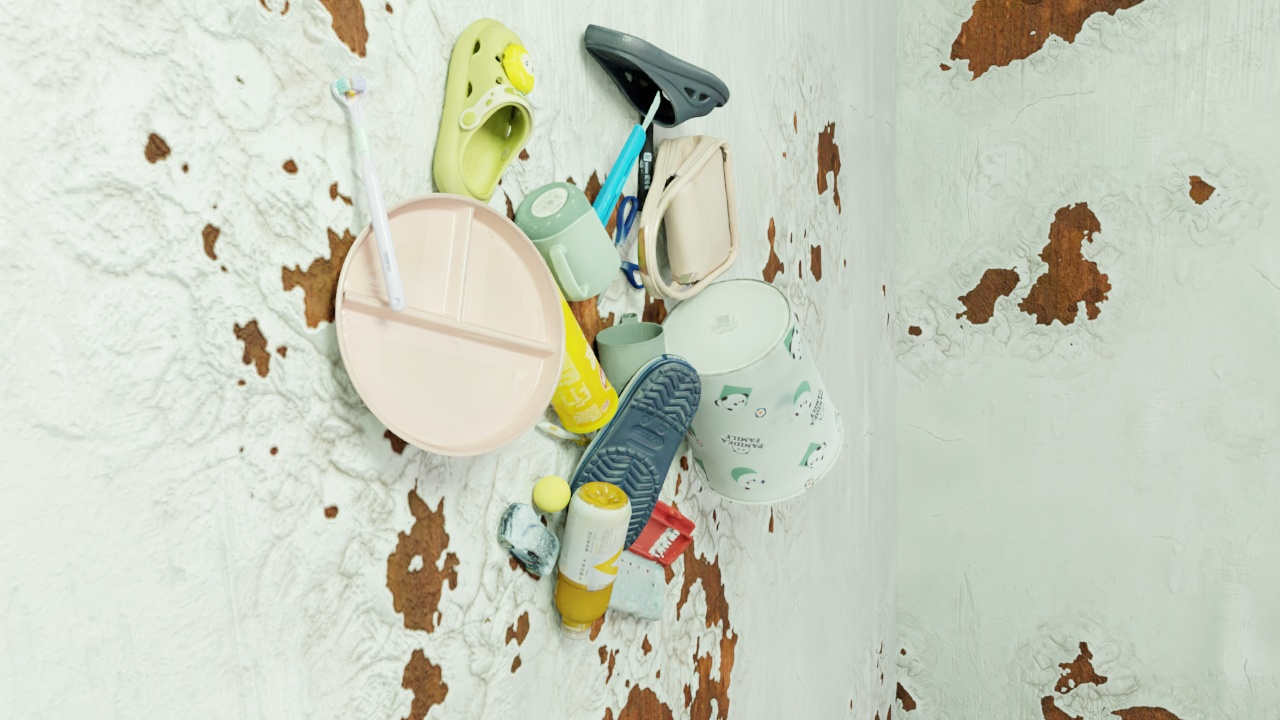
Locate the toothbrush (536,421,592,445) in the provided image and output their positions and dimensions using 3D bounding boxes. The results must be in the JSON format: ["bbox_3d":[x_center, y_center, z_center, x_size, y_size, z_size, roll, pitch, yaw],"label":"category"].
[{"bbox_3d":[-0.073,0.097,1.080,0.191,0.016,0.018,32,72,-61],"label":"toothbrush"}]

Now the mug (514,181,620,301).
[{"bbox_3d":[-0.078,-0.118,0.963,0.106,0.082,0.111,59,19,-44],"label":"mug"}]

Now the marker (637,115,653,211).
[{"bbox_3d":[0.007,-0.263,1.215,0.022,0.020,0.132,15,76,-83],"label":"marker"}]

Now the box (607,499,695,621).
[{"bbox_3d":[0.003,0.258,1.212,0.201,0.060,0.160,43,66,-58],"label":"box"}]

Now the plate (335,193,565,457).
[{"bbox_3d":[-0.162,-0.030,0.799,0.229,0.028,0.229,9,78,-44],"label":"plate"}]

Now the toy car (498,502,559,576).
[{"bbox_3d":[-0.116,0.192,0.980,0.105,0.031,0.048,59,40,-47],"label":"toy car"}]

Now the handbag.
[{"bbox_3d":[0.053,-0.175,1.219,0.233,0.093,0.193,-58,144,-48],"label":"handbag"}]

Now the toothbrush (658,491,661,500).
[{"bbox_3d":[0.023,0.126,1.265,0.026,0.027,0.221,-13,104,-54],"label":"toothbrush"}]

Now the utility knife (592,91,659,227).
[{"bbox_3d":[-0.019,-0.232,1.090,0.191,0.018,0.034,-64,158,0],"label":"utility knife"}]

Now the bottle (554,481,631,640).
[{"bbox_3d":[-0.058,0.229,1.029,0.067,0.068,0.190,-33,140,-59],"label":"bottle"}]

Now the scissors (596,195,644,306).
[{"bbox_3d":[-0.025,-0.136,1.166,0.175,0.012,0.162,28,68,-60],"label":"scissors"}]

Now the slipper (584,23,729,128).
[{"bbox_3d":[0.013,-0.343,1.149,0.267,0.111,0.083,2,110,-59],"label":"slipper"}]

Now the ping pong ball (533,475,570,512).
[{"bbox_3d":[-0.097,0.146,1.004,0.040,0.040,0.040,-7,98,-64],"label":"ping pong ball"}]

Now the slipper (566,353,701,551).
[{"bbox_3d":[-0.016,0.103,1.079,0.253,0.105,0.095,-64,-163,10],"label":"slipper"}]

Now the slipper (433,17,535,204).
[{"bbox_3d":[-0.134,-0.228,0.862,0.091,0.082,0.190,37,61,-62],"label":"slipper"}]

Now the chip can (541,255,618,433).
[{"bbox_3d":[-0.091,-0.013,0.971,0.213,0.072,0.071,64,38,-43],"label":"chip can"}]

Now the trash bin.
[{"bbox_3d":[0.148,0.038,1.285,0.252,0.230,0.228,65,37,-42],"label":"trash bin"}]

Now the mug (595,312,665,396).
[{"bbox_3d":[-0.007,0.007,1.150,0.123,0.084,0.103,-90,173,-70],"label":"mug"}]

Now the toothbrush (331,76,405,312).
[{"bbox_3d":[-0.212,-0.132,0.733,0.021,0.029,0.189,-174,-108,-79],"label":"toothbrush"}]
